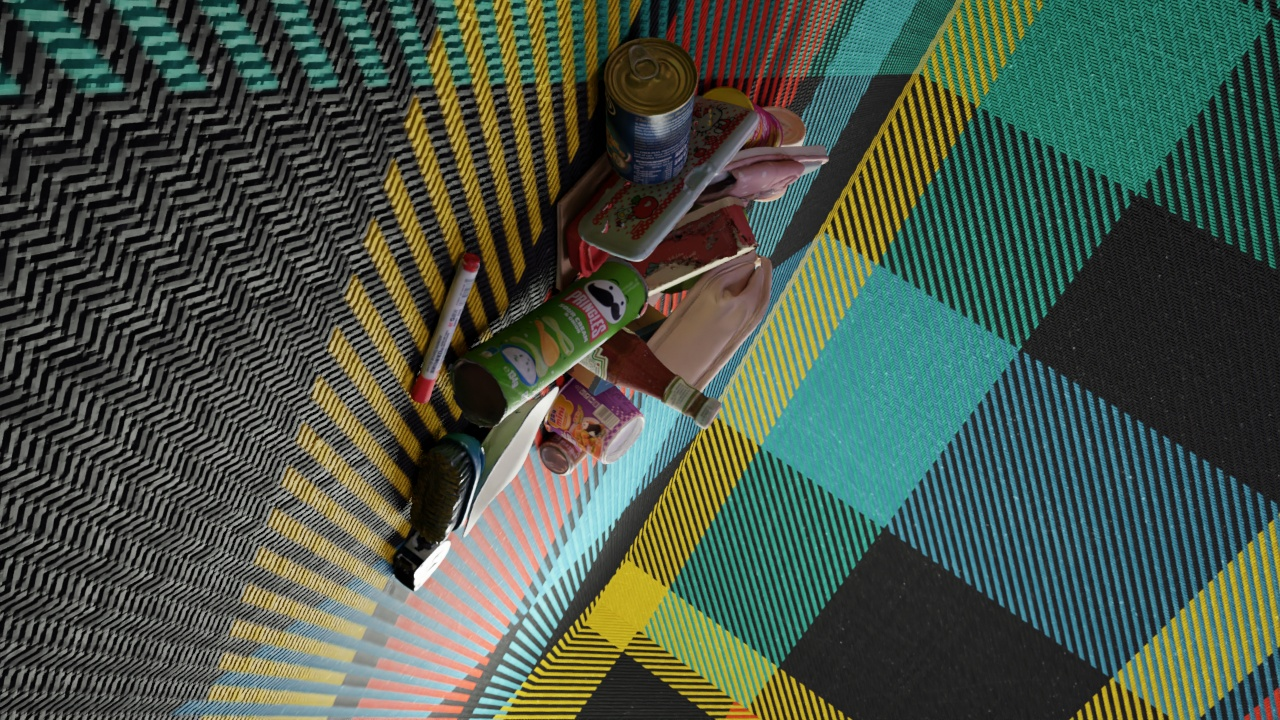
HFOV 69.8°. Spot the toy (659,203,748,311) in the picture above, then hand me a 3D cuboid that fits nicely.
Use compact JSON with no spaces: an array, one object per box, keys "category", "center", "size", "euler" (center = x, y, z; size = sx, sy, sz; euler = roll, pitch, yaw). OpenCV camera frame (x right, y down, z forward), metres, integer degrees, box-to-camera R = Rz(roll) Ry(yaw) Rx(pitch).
[{"category":"toy","center":[0.068,-0.150,1.182],"size":[0.245,0.090,0.228],"euler":[-39,163,-48]}]

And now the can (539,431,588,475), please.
[{"category":"can","center":[-0.085,0.104,1.330],"size":[0.146,0.058,0.058],"euler":[-45,164,-47]}]

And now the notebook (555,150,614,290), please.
[{"category":"notebook","center":[-0.018,-0.181,0.925],"size":[0.211,0.012,0.150],"euler":[-51,167,-24]}]

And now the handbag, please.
[{"category":"handbag","center":[0.101,-0.068,1.206],"size":[0.194,0.093,0.233],"euler":[-52,-179,38]}]

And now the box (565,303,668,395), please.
[{"category":"box","center":[-0.030,-0.019,1.191],"size":[0.183,0.060,0.090],"euler":[-33,155,-59]}]

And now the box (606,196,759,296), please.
[{"category":"box","center":[0.043,-0.110,1.006],"size":[0.169,0.076,0.091],"euler":[-23,180,18]}]

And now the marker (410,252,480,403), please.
[{"category":"marker","center":[-0.159,-0.024,0.746],"size":[0.017,0.017,0.145],"euler":[-38,159,-58]}]

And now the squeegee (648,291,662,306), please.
[{"category":"squeegee","center":[-0.008,-0.007,1.398],"size":[0.247,0.040,0.250],"euler":[-54,170,-14]}]

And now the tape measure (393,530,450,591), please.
[{"category":"tape measure","center":[-0.245,0.219,1.030],"size":[0.065,0.033,0.066],"euler":[-50,169,-30]}]

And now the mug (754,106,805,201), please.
[{"category":"mug","center":[0.181,-0.301,1.291],"size":[0.106,0.081,0.114],"euler":[104,-5,-56]}]

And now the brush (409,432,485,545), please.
[{"category":"brush","center":[-0.190,0.123,0.932],"size":[0.073,0.055,0.144],"euler":[-44,163,-46]}]

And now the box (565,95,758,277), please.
[{"category":"box","center":[0.022,-0.161,0.876],"size":[0.201,0.098,0.119],"euler":[-52,165,-20]}]

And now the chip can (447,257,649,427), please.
[{"category":"chip can","center":[-0.083,-0.023,0.894],"size":[0.235,0.072,0.072],"euler":[-40,161,-44]}]

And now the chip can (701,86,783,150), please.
[{"category":"chip can","center":[0.120,-0.276,1.091],"size":[0.071,0.071,0.210],"euler":[-60,169,16]}]

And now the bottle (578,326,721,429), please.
[{"category":"bottle","center":[-0.006,0.006,0.996],"size":[0.059,0.206,0.060],"euler":[-54,168,-17]}]

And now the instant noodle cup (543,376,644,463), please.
[{"category":"instant noodle cup","center":[-0.056,0.078,1.228],"size":[0.111,0.099,0.112],"euler":[-44,159,-21]}]

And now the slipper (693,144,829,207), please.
[{"category":"slipper","center":[0.129,-0.209,1.059],"size":[0.114,0.054,0.273],"euler":[-12,-175,42]}]

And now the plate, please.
[{"category":"plate","center":[-0.159,0.107,1.042],"size":[0.164,0.034,0.163],"euler":[-61,176,34]}]

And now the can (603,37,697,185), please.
[{"category":"can","center":[0.007,-0.208,0.783],"size":[0.075,0.075,0.111],"euler":[-53,169,-17]}]
